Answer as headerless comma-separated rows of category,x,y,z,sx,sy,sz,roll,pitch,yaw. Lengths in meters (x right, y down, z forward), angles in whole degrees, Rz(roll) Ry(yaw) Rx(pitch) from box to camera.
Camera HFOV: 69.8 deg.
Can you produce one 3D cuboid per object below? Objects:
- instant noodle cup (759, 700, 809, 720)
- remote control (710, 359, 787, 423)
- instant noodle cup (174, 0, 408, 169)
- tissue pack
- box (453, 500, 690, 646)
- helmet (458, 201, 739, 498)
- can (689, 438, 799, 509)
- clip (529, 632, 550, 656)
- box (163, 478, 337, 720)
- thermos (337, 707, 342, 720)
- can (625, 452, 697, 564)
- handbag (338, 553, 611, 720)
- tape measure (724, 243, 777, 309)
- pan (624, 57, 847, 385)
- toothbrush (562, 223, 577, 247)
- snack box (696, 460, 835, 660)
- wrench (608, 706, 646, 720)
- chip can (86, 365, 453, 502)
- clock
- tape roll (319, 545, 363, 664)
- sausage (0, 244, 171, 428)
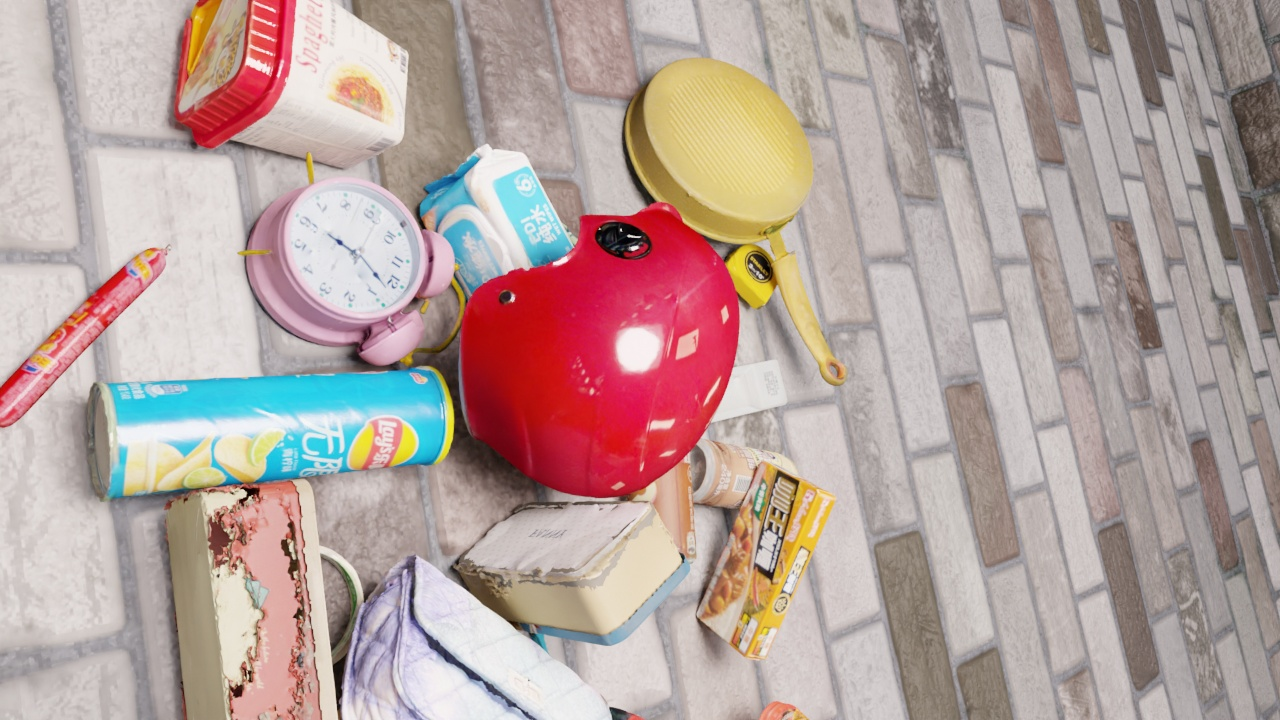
instant noodle cup,0.122,0.401,0.777,0.189,0.079,0.164,48,53,-20
remote control,0.093,0.030,0.890,0.124,0.024,0.049,-10,85,-41
instant noodle cup,-0.235,-0.195,0.633,0.124,0.117,0.116,17,67,-49
tissue pack,-0.109,-0.089,0.712,0.063,0.090,0.140,-36,102,-44
box,-0.049,0.143,0.638,0.089,0.185,0.060,-38,108,-35
helmet,-0.004,0.004,0.668,0.239,0.207,0.144,-37,61,-27
can,0.087,0.107,0.841,0.116,0.059,0.058,14,70,-36
clip,-0.078,0.203,0.710,0.054,0.013,0.033,54,51,-15
box,-0.231,0.157,0.526,0.075,0.092,0.168,-3,80,-43
thermos,-0.191,0.288,0.552,0.093,0.093,0.142,43,46,-22
can,0.015,0.101,0.784,0.057,0.058,0.147,6,75,-38
handbag,-0.096,0.225,0.592,0.194,0.076,0.134,46,10,-26
tape measure,0.111,-0.088,0.931,0.060,0.029,0.057,45,54,-12
pan,0.117,-0.136,0.907,0.197,0.078,0.357,-30,83,-35
toothbrush,-0.063,-0.111,0.803,0.191,0.018,0.016,41,56,-24
snack box,0.106,0.170,0.788,0.026,0.075,0.154,21,93,-36
wrench,-0.092,0.249,0.677,0.273,0.016,0.056,34,61,-31
chip can,-0.230,0.042,0.590,0.209,0.071,0.071,-2,80,-40
clock,-0.195,-0.062,0.655,0.158,0.060,0.117,37,58,-28
tape roll,-0.224,0.163,0.601,0.085,0.014,0.085,11,72,-37
sausage,-0.338,-0.018,0.554,0.020,0.020,0.155,43,55,-22
